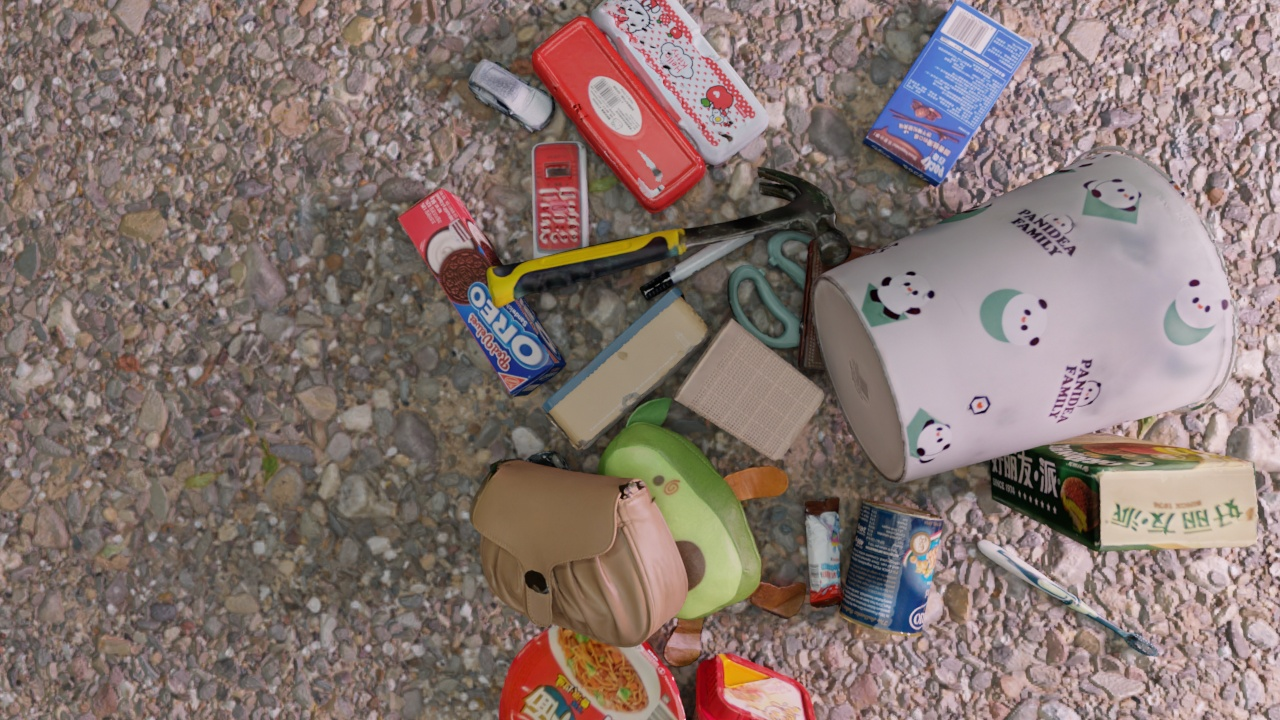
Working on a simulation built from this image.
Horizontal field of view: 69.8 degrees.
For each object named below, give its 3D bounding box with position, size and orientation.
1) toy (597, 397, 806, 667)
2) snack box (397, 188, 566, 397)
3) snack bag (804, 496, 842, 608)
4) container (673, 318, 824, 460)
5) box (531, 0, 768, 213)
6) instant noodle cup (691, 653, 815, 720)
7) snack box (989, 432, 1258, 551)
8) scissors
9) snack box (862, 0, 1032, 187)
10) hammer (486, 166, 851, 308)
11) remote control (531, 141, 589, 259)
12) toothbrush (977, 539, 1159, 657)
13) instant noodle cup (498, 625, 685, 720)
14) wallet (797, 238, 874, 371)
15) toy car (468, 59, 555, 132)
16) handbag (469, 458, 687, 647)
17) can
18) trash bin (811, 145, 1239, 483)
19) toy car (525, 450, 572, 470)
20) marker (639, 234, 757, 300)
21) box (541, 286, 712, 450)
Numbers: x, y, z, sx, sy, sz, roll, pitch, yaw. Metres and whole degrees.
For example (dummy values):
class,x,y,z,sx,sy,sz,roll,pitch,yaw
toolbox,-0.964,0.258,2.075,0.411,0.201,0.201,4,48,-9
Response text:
class,x,y,z,sx,sy,sz,roll,pitch,yaw
toy,0.039,0.162,0.850,0.227,0.090,0.247,-29,96,11
snack box,-0.152,-0.065,0.892,0.057,0.058,0.207,-33,86,6
snack bag,0.175,0.184,0.872,0.045,0.026,0.105,0,85,-29
container,0.101,0.030,0.854,0.111,0.090,0.090,35,91,1
box,0.009,-0.263,0.891,0.158,0.038,0.201,-39,87,0
instant noodle cup,0.089,0.355,0.839,0.116,0.116,0.124,23,102,-1
snack box,0.380,0.100,0.753,0.114,0.240,0.063,-3,90,3
scissors,0.154,-0.031,0.880,0.139,0.019,0.180,-32,93,-7
snack box,0.291,-0.253,0.874,0.084,0.026,0.157,34,92,5
hammer,0.018,-0.106,0.846,0.323,0.032,0.126,-13,48,-1
remote control,-0.079,-0.148,0.905,0.056,0.020,0.136,-1,88,4
toothbrush,0.400,0.223,0.860,0.191,0.018,0.016,32,92,4
instant noodle cup,-0.034,0.334,0.850,0.194,0.065,0.193,-2,84,25
wallet,0.201,-0.047,0.862,0.101,0.032,0.124,5,88,-11
toy car,-0.127,-0.263,0.906,0.090,0.034,0.043,33,88,3
handbag,-0.063,0.167,0.799,0.205,0.099,0.148,3,110,39
can,0.231,0.188,0.845,0.075,0.075,0.111,11,89,5
trash bin,0.293,-0.026,0.757,0.252,0.229,0.229,-19,87,-1
toy car,-0.074,0.133,0.892,0.049,0.031,0.105,-40,97,1
marker,0.058,-0.098,0.894,0.131,0.022,0.018,-31,97,1
box,-0.005,0.005,0.863,0.184,0.090,0.059,-43,86,0
